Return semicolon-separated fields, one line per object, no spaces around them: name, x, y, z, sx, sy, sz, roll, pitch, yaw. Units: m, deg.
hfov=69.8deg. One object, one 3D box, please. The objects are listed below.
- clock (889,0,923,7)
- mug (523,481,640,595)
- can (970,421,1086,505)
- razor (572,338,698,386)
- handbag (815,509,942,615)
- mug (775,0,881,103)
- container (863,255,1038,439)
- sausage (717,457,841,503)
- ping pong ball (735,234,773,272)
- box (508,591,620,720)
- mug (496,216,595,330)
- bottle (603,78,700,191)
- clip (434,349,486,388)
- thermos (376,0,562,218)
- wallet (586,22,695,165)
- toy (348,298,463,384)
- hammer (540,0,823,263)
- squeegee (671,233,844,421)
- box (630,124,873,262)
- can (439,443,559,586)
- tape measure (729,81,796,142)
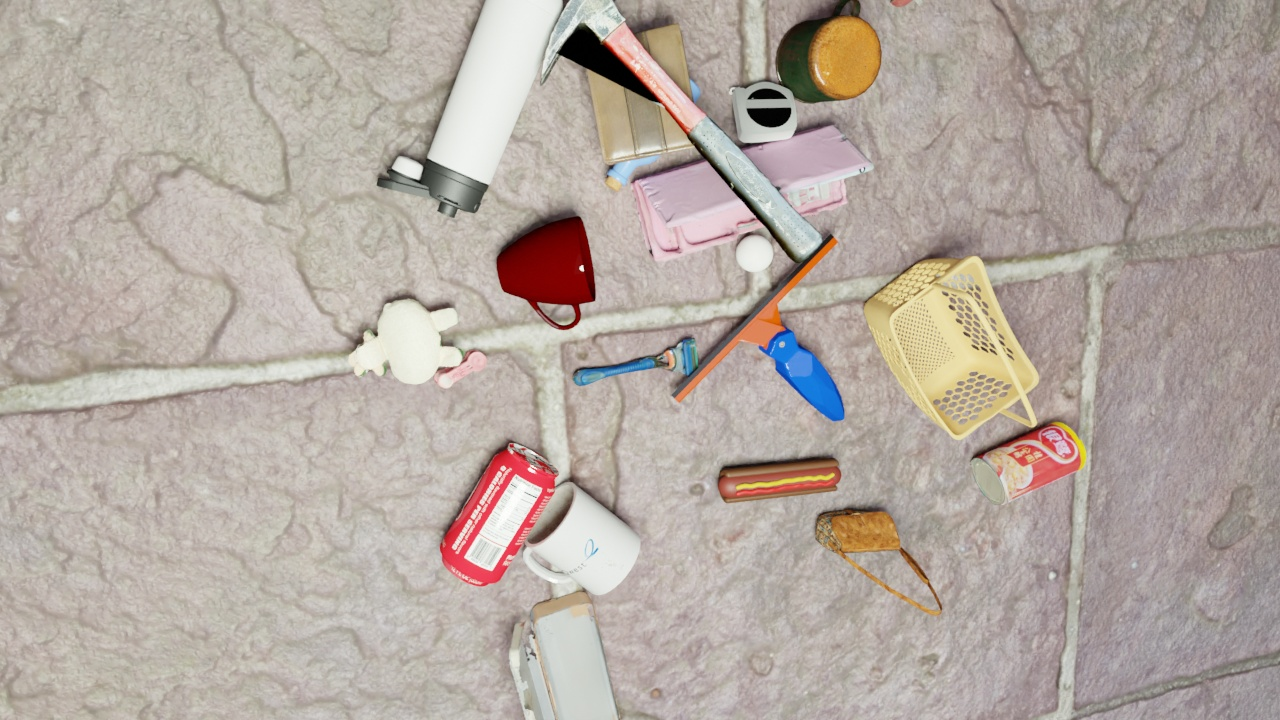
clock;0.251;-0.422;0.938;0.157;0.062;0.110;22;98;-7
mug;-0.076;0.204;1.008;0.120;0.083;0.096;-38;114;26
can;0.487;0.130;1.153;0.124;0.066;0.067;-22;109;-10
razor;-0.006;0.006;1.003;0.141;0.018;0.044;-10;107;-10
handbag;0.280;0.226;1.049;0.093;0.195;0.043;1;109;-20
mug;0.199;-0.322;0.942;0.085;0.081;0.111;19;98;-20
container;0.354;-0.011;1.023;0.129;0.167;0.183;-37;111;-5
sausage;0.164;0.140;1.076;0.155;0.040;0.040;-4;105;-16
ping pong ball;0.124;-0.116;0.996;0.040;0.040;0.040;-4;105;-15
box;-0.080;0.386;1.041;0.114;0.096;0.217;-17;109;-15
mug;-0.094;-0.082;0.925;0.088;0.087;0.114;-9;113;4
bottle;0.006;-0.230;0.928;0.048;0.048;0.131;33;93;-21
clip;-0.186;0.010;0.943;0.060;0.044;0.023;-23;113;5
thermos;-0.161;-0.252;0.867;0.101;0.068;0.230;23;98;-7
wallet;0.001;-0.257;0.889;0.099;0.027;0.121;-11;92;1
toy;-0.232;-0.017;0.913;0.112;0.050;0.087;-15;108;-8
hammer;0.046;-0.215;0.865;0.140;0.036;0.326;-44;95;-4
squeegee;0.182;0.011;1.040;0.249;0.055;0.185;-45;122;-1
box;0.118;-0.172;0.945;0.232;0.107;0.099;-17;109;-11
can;-0.150;0.164;0.972;0.074;0.074;0.142;30;94;-21
tape measure;0.128;-0.259;0.956;0.065;0.017;0.064;-4;71;-8
